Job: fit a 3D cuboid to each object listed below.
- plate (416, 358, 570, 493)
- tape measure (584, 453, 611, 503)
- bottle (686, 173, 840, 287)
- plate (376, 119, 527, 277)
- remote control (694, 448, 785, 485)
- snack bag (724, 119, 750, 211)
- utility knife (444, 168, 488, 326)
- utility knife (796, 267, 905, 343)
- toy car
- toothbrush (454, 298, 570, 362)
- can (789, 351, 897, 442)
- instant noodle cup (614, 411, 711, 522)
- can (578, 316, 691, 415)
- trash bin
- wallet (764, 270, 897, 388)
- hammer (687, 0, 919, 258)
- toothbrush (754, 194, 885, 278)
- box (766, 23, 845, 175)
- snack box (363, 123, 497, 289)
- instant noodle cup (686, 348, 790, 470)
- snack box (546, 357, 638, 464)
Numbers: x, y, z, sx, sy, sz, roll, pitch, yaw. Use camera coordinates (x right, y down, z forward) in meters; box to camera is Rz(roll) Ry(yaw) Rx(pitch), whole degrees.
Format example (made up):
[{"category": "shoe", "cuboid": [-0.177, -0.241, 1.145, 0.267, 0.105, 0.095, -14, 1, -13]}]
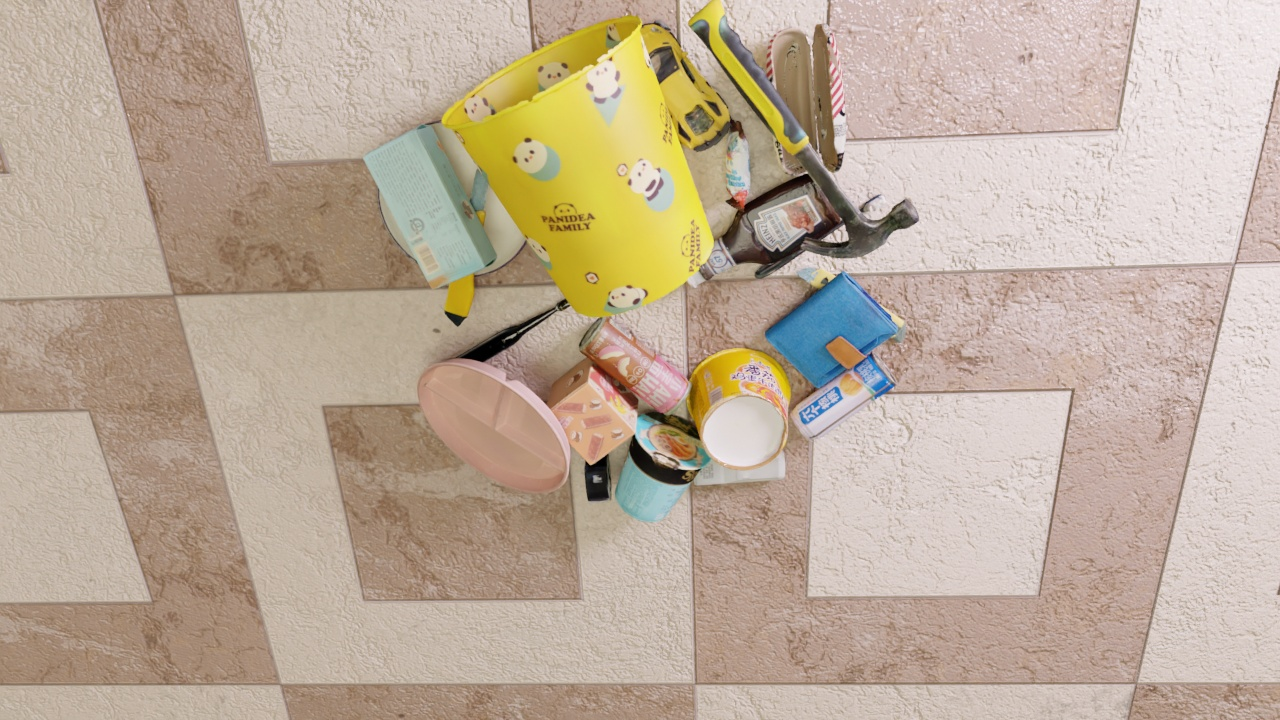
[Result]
[{"category": "plate", "cuboid": [-0.186, 0.084, 1.183, 0.230, 0.028, 0.230, 20, 140, 18]}, {"category": "tape measure", "cuboid": [-0.057, 0.160, 1.246, 0.033, 0.065, 0.066, -4, 113, 3]}, {"category": "bottle", "cuboid": [0.139, -0.149, 1.106, 0.195, 0.044, 0.080, -28, 112, 16]}, {"category": "plate", "cuboid": [-0.218, -0.196, 1.106, 0.192, 0.039, 0.193, 1, 114, 2]}, {"category": "remote control", "cuboid": [0.134, 0.144, 1.252, 0.125, 0.024, 0.049, -4, 114, 6]}, {"category": "snack bag", "cuboid": [0.114, -0.229, 1.071, 0.026, 0.045, 0.105, -7, 115, -8]}, {"category": "utility knife", "cuboid": [-0.204, -0.136, 1.100, 0.033, 0.015, 0.209, 18, 115, 2]}, {"category": "utility knife", "cuboid": [0.268, -0.074, 1.153, 0.167, 0.018, 0.031, 32, 107, -6]}, {"category": "toy car", "cuboid": [0.039, -0.309, 1.040, 0.071, 0.041, 0.156, -35, 107, 16]}, {"category": "toothbrush", "cuboid": [-0.174, -0.027, 1.187, 0.213, 0.027, 0.026, -29, 104, 15]}, {"category": "can", "cuboid": [0.261, 0.048, 1.184, 0.135, 0.053, 0.053, -38, 107, 18]}, {"category": "instant noodle cup", "cuboid": [0.020, 0.148, 1.220, 0.111, 0.111, 0.121, 22, 121, -7]}, {"category": "can", "cuboid": [-0.007, 0.007, 1.177, 0.147, 0.057, 0.058, 38, 111, -13]}, {"category": "trash bin", "cuboid": [-0.051, -0.202, 0.999, 0.230, 0.229, 0.255, -22, 118, 12]}, {"category": "wallet", "cuboid": [0.238, -0.036, 1.149, 0.106, 0.040, 0.133, 42, 121, -14]}, {"category": "hammer", "cuboid": [0.161, -0.248, 1.007, 0.126, 0.031, 0.323, -33, 101, 34]}, {"category": "toothbrush", "cuboid": [0.217, -0.148, 1.118, 0.181, 0.018, 0.015, -31, 114, 17]}, {"category": "box", "cuboid": [0.179, -0.287, 1.025, 0.088, 0.076, 0.163, -11, 117, 3]}, {"category": "snack box", "cuboid": [-0.240, -0.175, 1.055, 0.074, 0.051, 0.175, -21, 106, 17]}, {"category": "instant noodle cup", "cuboid": [0.129, 0.067, 1.170, 0.138, 0.109, 0.138, 1, 115, 1]}, {"category": "snack box", "cuboid": [-0.062, 0.061, 1.186, 0.077, 0.092, 0.094, -37, 107, 17]}]
